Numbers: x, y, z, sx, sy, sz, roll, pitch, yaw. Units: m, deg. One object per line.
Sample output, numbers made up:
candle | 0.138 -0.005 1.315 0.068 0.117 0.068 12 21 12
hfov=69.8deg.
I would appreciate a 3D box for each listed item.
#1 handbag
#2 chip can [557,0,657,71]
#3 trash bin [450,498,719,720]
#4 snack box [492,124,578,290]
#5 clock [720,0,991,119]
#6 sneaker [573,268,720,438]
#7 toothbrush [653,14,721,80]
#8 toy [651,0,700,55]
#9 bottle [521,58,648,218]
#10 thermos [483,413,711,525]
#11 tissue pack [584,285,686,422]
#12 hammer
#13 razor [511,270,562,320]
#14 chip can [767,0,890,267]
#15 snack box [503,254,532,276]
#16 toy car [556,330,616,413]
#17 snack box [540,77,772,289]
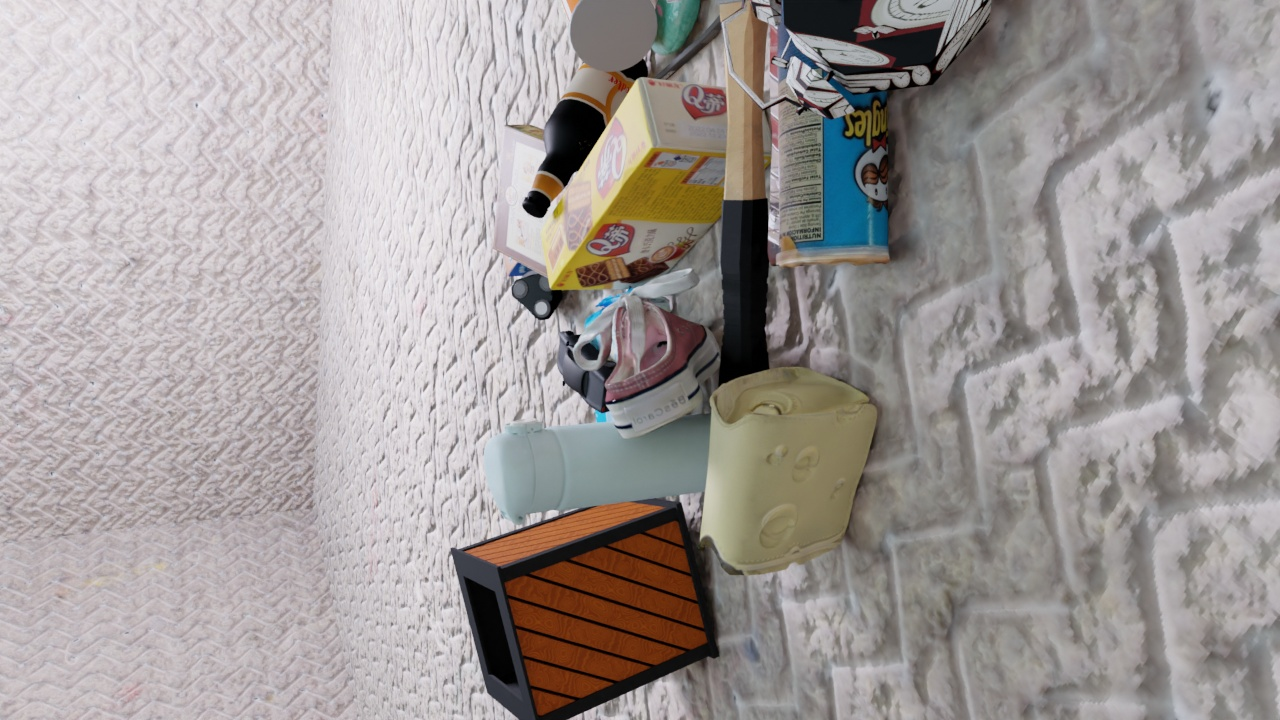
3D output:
handbag | 0.091 0.075 0.616 0.081 0.111 0.119 28 119 41
chip can | -0.044 -0.347 0.840 0.214 0.075 0.075 -107 29 -45
trash bin | -0.053 0.215 0.821 0.140 0.171 0.139 -9 95 63
snack box | -0.097 -0.168 0.991 0.147 0.041 0.143 29 120 38
clock | 0.115 -0.199 0.502 0.155 0.065 0.114 -26 83 18
sneaker | 0.006 -0.011 0.693 0.088 0.118 0.240 63 -171 -5
toothbrush | 0.051 -0.268 0.767 0.168 0.012 0.013 -17 85 62
toy | 0.028 -0.311 0.792 0.085 0.033 0.105 -104 26 -43
bottle | -0.056 -0.207 0.836 0.059 0.059 0.181 -15 45 63
thermos | -0.020 0.080 0.729 0.065 0.206 0.078 11 103 63
tissue pack | -0.005 0.005 0.853 0.093 0.061 0.144 -19 78 63
hammer | 0.072 -0.127 0.631 0.039 0.130 0.328 9 106 37
razor | -0.124 -0.083 1.093 0.156 0.060 0.057 -137 60 -80
chip can | 0.118 -0.173 0.579 0.080 0.079 0.229 5 97 63
snack box | -0.134 -0.173 1.119 0.152 0.034 0.087 -42 57 58
toy car | -0.052 0.009 0.836 0.112 0.034 0.046 41 130 53
snack box | 0.004 -0.135 0.766 0.231 0.110 0.061 -43 55 57
